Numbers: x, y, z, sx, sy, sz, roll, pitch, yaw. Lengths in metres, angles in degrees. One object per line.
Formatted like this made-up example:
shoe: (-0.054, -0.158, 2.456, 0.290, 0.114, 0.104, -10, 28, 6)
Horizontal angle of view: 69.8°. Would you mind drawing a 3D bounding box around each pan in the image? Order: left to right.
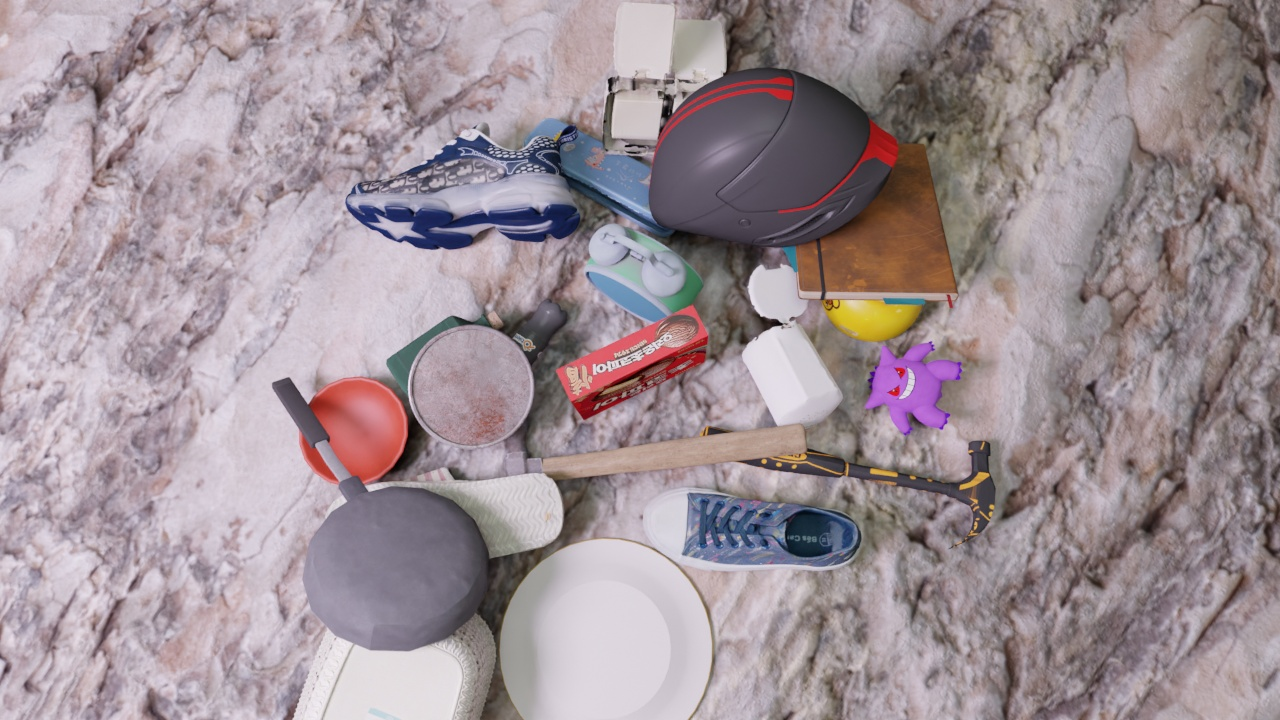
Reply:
pan: (-0.289, 0.134, 0.931, 0.178, 0.041, 0.357, -23, 56, -35)

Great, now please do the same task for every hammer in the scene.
hammer: (0.012, 0.103, 0.988, 0.331, 0.030, 0.119, -8, 81, 10)
hammer: (0.220, 0.120, 0.992, 0.321, 0.036, 0.123, 10, 66, 5)

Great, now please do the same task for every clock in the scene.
clock: (0.003, -0.098, 0.982, 0.122, 0.162, 0.075, 29, 81, 13)

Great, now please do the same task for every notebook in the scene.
notebook: (0.239, -0.152, 1.006, 0.178, 0.014, 0.248, 1, 53, 3)

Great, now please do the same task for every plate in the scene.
plate: (-0.038, 0.306, 0.976, 0.230, 0.021, 0.229, -1, 79, 2)

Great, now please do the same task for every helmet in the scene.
helmet: (0.115, -0.216, 0.963, 0.265, 0.170, 0.163, -18, 48, 35)

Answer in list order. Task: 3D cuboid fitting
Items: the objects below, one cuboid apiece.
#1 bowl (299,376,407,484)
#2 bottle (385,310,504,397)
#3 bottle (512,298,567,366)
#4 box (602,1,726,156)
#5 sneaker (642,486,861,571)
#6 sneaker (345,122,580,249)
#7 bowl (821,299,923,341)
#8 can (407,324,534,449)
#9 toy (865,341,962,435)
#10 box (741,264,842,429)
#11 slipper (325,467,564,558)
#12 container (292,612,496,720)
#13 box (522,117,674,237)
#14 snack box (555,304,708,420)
bowl: (-0.316, 0.081, 1.027, 0.122, 0.035, 0.122, -1, 79, 2)
bottle: (-0.211, -0.011, 1.027, 0.131, 0.061, 0.061, -35, 82, -5)
bottle: (-0.127, -0.019, 1.038, 0.036, 0.036, 0.109, 36, 82, 9)
box: (0.031, -0.317, 1.035, 0.145, 0.186, 0.095, 3, 36, -7)
sneaker: (0.118, 0.182, 0.965, 0.235, 0.079, 0.087, 6, 78, 4)
sneaker: (-0.200, -0.208, 1.044, 0.269, 0.103, 0.132, -1, 74, 9)
bowl: (0.262, -0.085, 1.018, 0.117, 0.068, 0.117, -1, 78, 3)
can: (-0.179, 0.027, 0.976, 0.130, 0.044, 0.130, 0, 93, -8)
toy: (0.294, 0.028, 1.001, 0.088, 0.056, 0.106, 16, 90, 9)
box: (0.158, -0.014, 0.988, 0.084, 0.112, 0.162, -18, 65, -19)
slipper: (-0.209, 0.171, 0.995, 0.263, 0.052, 0.115, -7, 79, 7)
container: (-0.251, 0.356, 0.914, 0.184, 0.143, 0.246, 18, 80, -7)
box: (-0.039, -0.221, 1.070, 0.210, 0.049, 0.066, 30, 79, 7)
snack box: (-0.006, 0.006, 0.978, 0.152, 0.133, 0.036, -26, 79, -3)
